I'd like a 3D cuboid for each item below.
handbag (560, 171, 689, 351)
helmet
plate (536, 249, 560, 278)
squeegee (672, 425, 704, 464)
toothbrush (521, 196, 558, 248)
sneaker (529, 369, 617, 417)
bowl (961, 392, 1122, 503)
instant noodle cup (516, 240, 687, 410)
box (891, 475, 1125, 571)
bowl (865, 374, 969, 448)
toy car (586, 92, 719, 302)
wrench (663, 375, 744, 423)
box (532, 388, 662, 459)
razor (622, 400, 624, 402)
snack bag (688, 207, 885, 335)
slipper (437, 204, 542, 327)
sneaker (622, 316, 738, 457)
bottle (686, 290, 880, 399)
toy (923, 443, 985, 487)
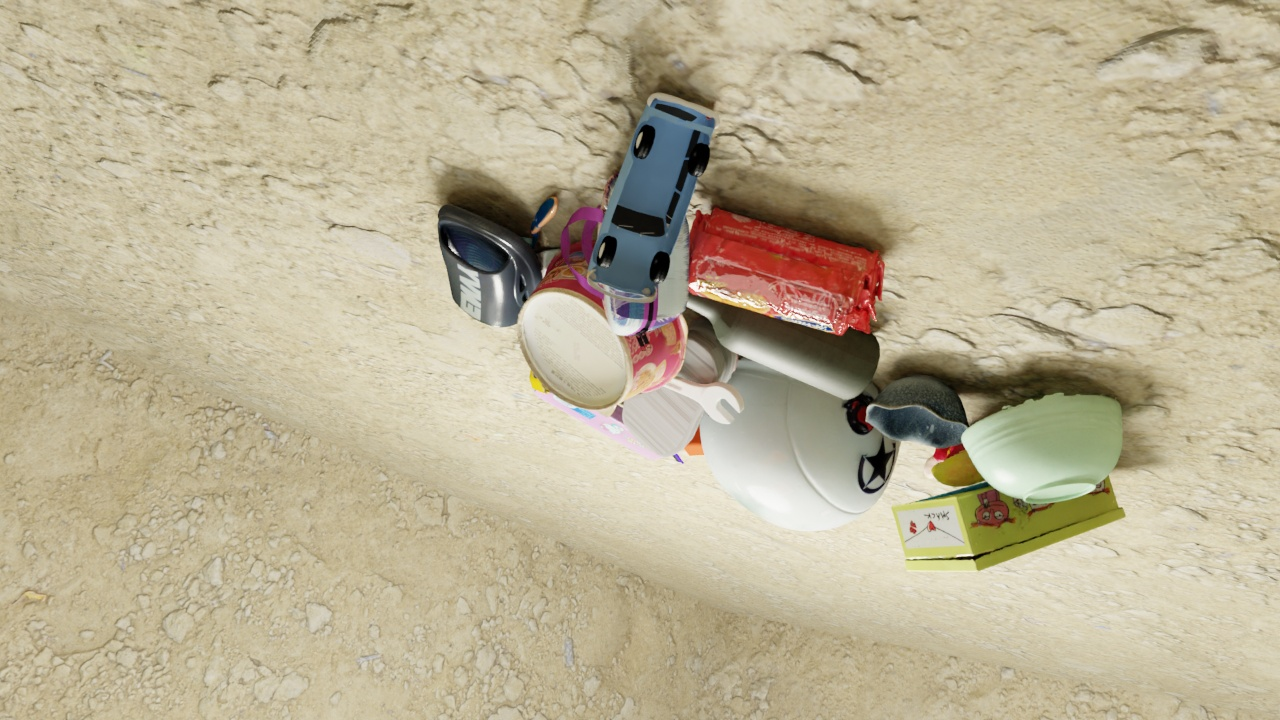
[{"bbox_3d":[-0.026,-0.093,0.808,0.068,0.145,0.170,-7,-164,-25],"label":"handbag"},{"bbox_3d":[0.177,0.112,1.102,0.237,0.163,0.264,-3,151,45],"label":"helmet"},{"bbox_3d":[-0.050,-0.077,1.013,0.157,0.014,0.157,17,161,6],"label":"plate"},{"bbox_3d":[0.087,0.114,1.350,0.185,0.055,0.250,23,160,38],"label":"squeegee"},{"bbox_3d":[-0.101,-0.133,0.901,0.017,0.021,0.135,5,167,-17],"label":"toothbrush"},{"bbox_3d":[-0.064,-0.003,1.124,0.122,0.085,0.239,23,158,-3],"label":"sneaker"},{"bbox_3d":[0.402,0.095,0.904,0.151,0.077,0.151,-5,155,-3],"label":"bowl"},{"bbox_3d":[-0.049,-0.025,0.931,0.179,0.077,0.179,20,130,26],"label":"instant noodle cup"},{"bbox_3d":[0.408,0.171,1.020,0.220,0.082,0.125,-8,170,-25],"label":"box"},{"bbox_3d":[0.299,0.049,0.977,0.110,0.055,0.110,17,161,6],"label":"bowl"},{"bbox_3d":[0.006,-0.119,0.679,0.056,0.153,0.054,15,-160,-16],"label":"toy car"},{"bbox_3d":[-0.006,0.006,0.994,0.274,0.009,0.047,23,133,31],"label":"wrench"},{"bbox_3d":[-0.059,0.078,1.336,0.214,0.051,0.149,31,176,-16],"label":"box"},{"bbox_3d":[-0.010,0.051,1.257,0.141,0.063,0.053,20,-179,31],"label":"razor"},{"bbox_3d":[0.119,-0.075,0.773,0.176,0.082,0.082,16,161,4],"label":"snack bag"},{"bbox_3d":[-0.167,-0.079,0.996,0.111,0.083,0.268,27,166,13],"label":"slipper"},{"bbox_3d":[0.055,0.026,1.043,0.099,0.089,0.237,46,146,9],"label":"sneaker"},{"bbox_3d":[0.128,-0.030,0.893,0.206,0.071,0.072,23,161,-12],"label":"bottle"},{"bbox_3d":[0.377,0.109,1.048,0.105,0.067,0.137,-20,177,1],"label":"toy"}]
